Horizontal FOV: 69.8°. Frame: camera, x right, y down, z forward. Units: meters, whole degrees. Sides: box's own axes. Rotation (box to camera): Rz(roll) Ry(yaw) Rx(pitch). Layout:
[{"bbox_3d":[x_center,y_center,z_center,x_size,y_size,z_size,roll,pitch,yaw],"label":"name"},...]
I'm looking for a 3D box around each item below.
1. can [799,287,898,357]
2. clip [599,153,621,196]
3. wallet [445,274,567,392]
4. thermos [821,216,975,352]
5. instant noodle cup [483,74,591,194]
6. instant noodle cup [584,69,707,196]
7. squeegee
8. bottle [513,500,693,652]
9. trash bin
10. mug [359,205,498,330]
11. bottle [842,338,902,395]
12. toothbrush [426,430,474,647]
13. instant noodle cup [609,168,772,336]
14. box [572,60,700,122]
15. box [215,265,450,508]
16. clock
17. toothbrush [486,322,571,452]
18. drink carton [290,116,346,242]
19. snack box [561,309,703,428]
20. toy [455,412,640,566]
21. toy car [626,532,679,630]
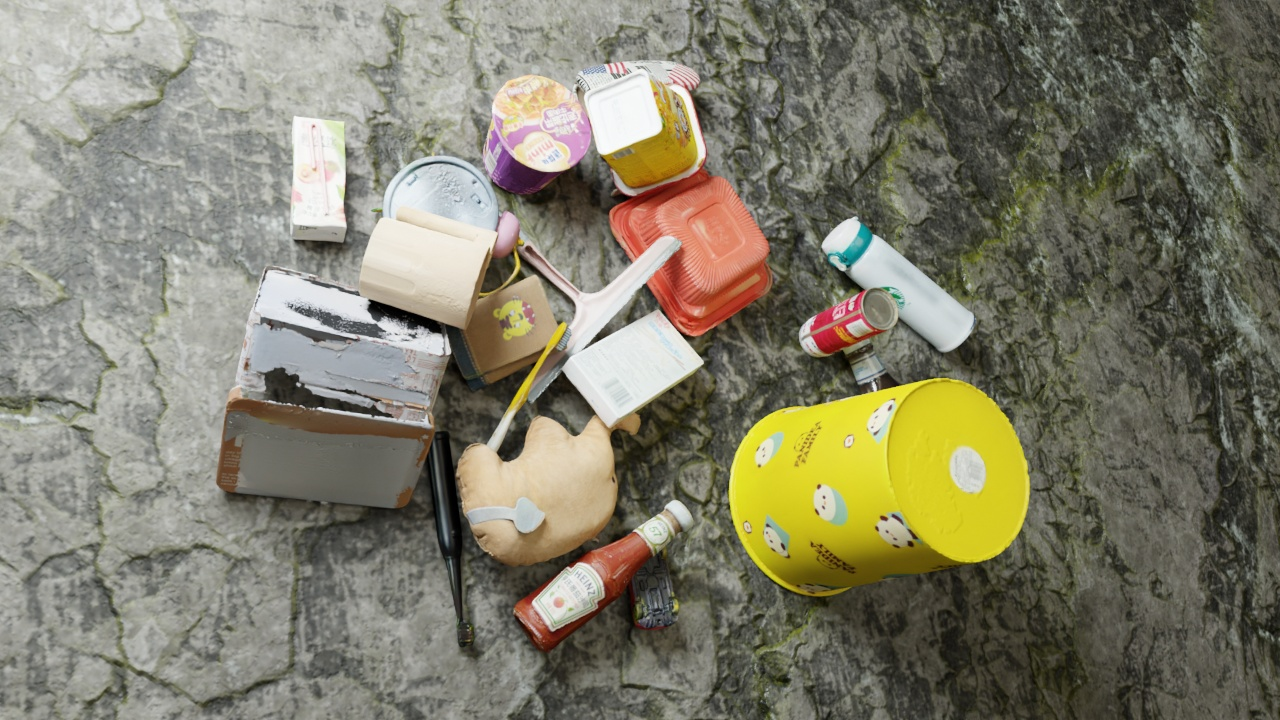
[{"bbox_3d":[0.251,-0.044,1.120,0.053,0.133,0.053,7,73,-23],"label":"can"},{"bbox_3d":[0.004,-0.232,1.116,0.097,0.034,0.061,-13,82,-22],"label":"clip"},{"bbox_3d":[-0.144,-0.028,0.963,0.115,0.033,0.090,-25,105,-12],"label":"wallet"},{"bbox_3d":[0.338,-0.100,1.216,0.224,0.073,0.073,37,64,-11],"label":"thermos"},{"bbox_3d":[-0.122,-0.242,1.021,0.111,0.099,0.111,6,74,-22],"label":"instant noodle cup"},{"bbox_3d":[0.000,-0.258,1.024,0.123,0.116,0.116,10,64,-70],"label":"instant noodle cup"},{"bbox_3d":[-0.126,-0.125,1.020,0.249,0.040,0.247,44,81,-1],"label":"squeegee"},{"bbox_3d":[-0.033,0.215,0.940,0.205,0.060,0.060,-34,91,-20],"label":"bottle"},{"bbox_3d":[0.259,0.136,1.004,0.229,0.256,0.229,7,72,-23],"label":"trash bin"},{"bbox_3d":[-0.201,-0.098,0.884,0.103,0.084,0.124,17,46,-7],"label":"mug"},{"bbox_3d":[0.313,0.054,1.173,0.079,0.044,0.195,-23,85,-37],"label":"bottle"},{"bbox_3d":[-0.189,0.176,0.913,0.026,0.027,0.212,9,68,-60],"label":"toothbrush"},{"bbox_3d":[0.074,-0.138,1.096,0.164,0.079,0.189,-35,93,-28],"label":"instant noodle cup"},{"bbox_3d":[-0.002,-0.341,1.117,0.163,0.081,0.075,-13,76,-25],"label":"box"},{"bbox_3d":[-0.288,0.042,0.866,0.183,0.156,0.193,14,111,-21],"label":"box"},{"bbox_3d":[-0.194,-0.136,0.963,0.158,0.060,0.117,45,79,-1],"label":"clock"},{"bbox_3d":[-0.124,0.045,0.953,0.018,0.016,0.191,32,86,-26],"label":"toothbrush"},{"bbox_3d":[-0.329,-0.186,0.938,0.053,0.046,0.122,1,75,-24],"label":"drink carton"},{"bbox_3d":[-0.006,0.006,1.016,0.084,0.027,0.156,50,45,9],"label":"snack box"},{"bbox_3d":[-0.082,0.125,0.947,0.225,0.083,0.143,-23,92,-40],"label":"toy"},{"bbox_3d":[0.008,0.235,0.985,0.049,0.031,0.106,-2,65,-21],"label":"toy car"}]
